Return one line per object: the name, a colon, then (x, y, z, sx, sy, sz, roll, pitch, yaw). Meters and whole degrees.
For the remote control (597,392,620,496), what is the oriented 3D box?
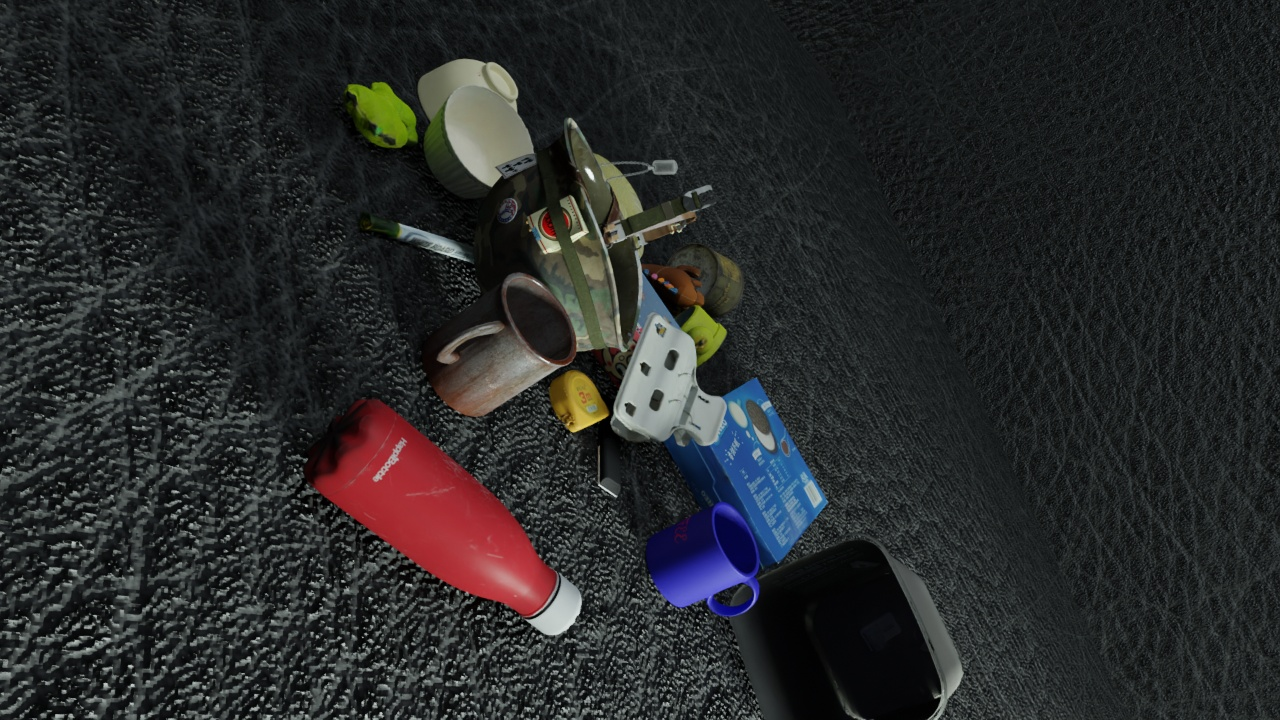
remote control: (-0.032, 0.085, 0.958, 0.028, 0.012, 0.124, 39, 32, -34)

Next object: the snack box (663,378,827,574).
snack box: (0.136, 0.138, 1.144, 0.195, 0.056, 0.238, 61, 27, 4)

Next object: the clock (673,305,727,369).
clock: (0.062, -0.020, 1.151, 0.057, 0.083, 0.118, 46, 25, -13)

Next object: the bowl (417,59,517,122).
bowl: (-0.179, -0.292, 1.027, 0.118, 0.074, 0.117, 41, 32, -32)

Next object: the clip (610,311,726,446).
clip: (0.023, 0.036, 0.981, 0.150, 0.089, 0.125, 45, 60, -44)

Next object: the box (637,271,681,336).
box: (-0.018, -0.090, 1.091, 0.209, 0.052, 0.066, 55, 27, 12)

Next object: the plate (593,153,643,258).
plate: (-0.043, -0.220, 1.227, 0.184, 0.036, 0.184, 40, 31, -31)

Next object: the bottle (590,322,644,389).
bottle: (-0.006, 0.006, 1.029, 0.137, 0.062, 0.061, 54, 27, -7)

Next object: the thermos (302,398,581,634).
thermos: (-0.132, 0.126, 0.672, 0.240, 0.073, 0.073, 46, 29, -26)

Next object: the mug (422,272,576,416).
mug: (-0.131, -0.011, 0.782, 0.122, 0.110, 0.096, -1, 58, -60)

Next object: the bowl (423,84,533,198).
bowl: (-0.174, -0.219, 0.953, 0.115, 0.063, 0.115, 22, 60, -43)

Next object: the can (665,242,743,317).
can: (0.089, -0.110, 1.284, 0.074, 0.090, 0.089, 18, 47, -53)

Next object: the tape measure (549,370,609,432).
tape measure: (-0.067, 0.041, 0.923, 0.059, 0.030, 0.068, 61, 24, 4)

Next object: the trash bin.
trash bin: (0.237, 0.312, 0.999, 0.220, 0.198, 0.197, 26, 40, -57)

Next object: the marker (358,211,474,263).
marker: (-0.203, -0.114, 0.864, 0.146, 0.017, 0.017, 12, 52, -56)

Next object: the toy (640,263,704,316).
toy: (0.033, -0.101, 1.204, 0.103, 0.071, 0.090, 24, 11, -17)

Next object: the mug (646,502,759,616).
mug: (0.071, 0.209, 0.924, 0.111, 0.084, 0.079, 56, 27, -5)

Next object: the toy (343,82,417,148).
toy: (-0.251, -0.239, 0.894, 0.094, 0.036, 0.093, 44, 24, -41)

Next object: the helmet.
helmet: (-0.044, -0.120, 0.883, 0.192, 0.236, 0.224, -39, 128, -79)
